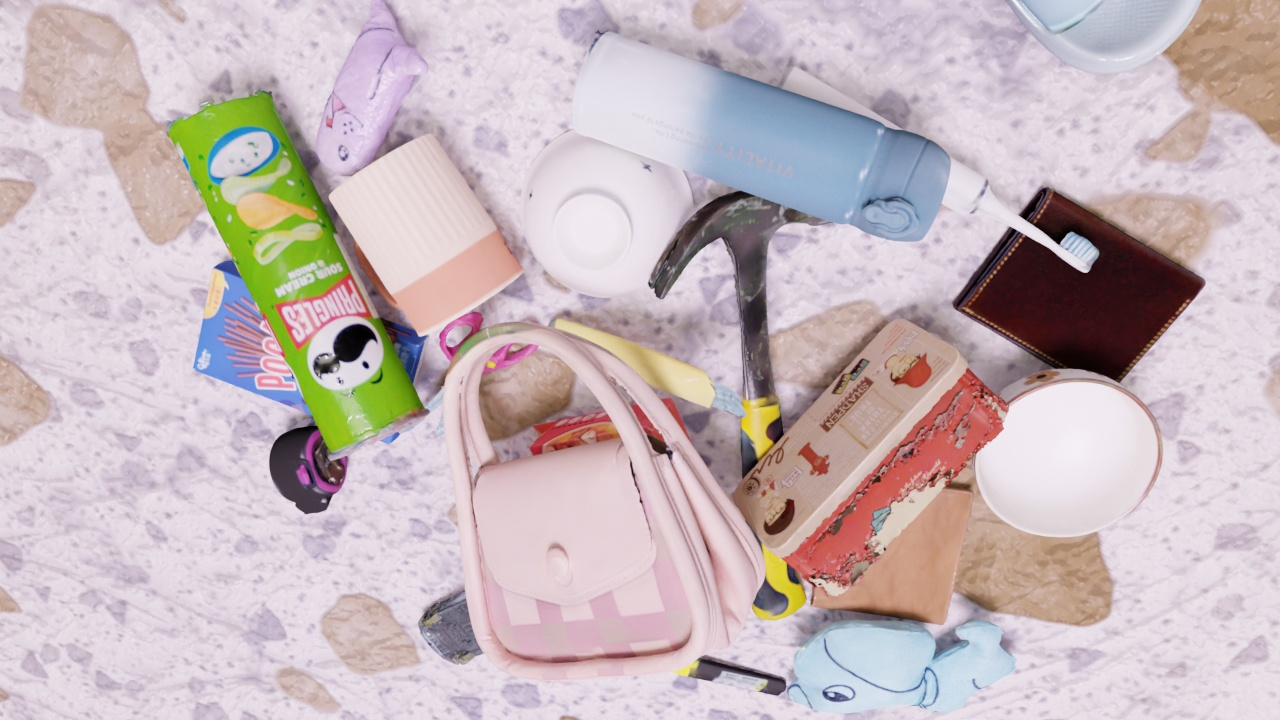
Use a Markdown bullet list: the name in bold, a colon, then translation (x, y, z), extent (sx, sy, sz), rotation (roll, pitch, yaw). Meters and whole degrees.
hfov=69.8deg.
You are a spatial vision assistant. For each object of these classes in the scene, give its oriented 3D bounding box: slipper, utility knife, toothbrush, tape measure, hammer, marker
- **slipper**: translation (0.211, -0.262, 0.486), extent (0.245, 0.074, 0.104), rotation (42, 109, -8)
- **utility knife**: translation (-0.004, 0.004, 0.601), extent (0.173, 0.018, 0.031), rotation (25, 133, 39)
- **toothbrush**: translation (0.180, -0.114, 0.561), extent (0.221, 0.026, 0.026), rotation (31, 105, 1)
- **tape measure**: translation (-0.245, 0.078, 0.685), extent (0.039, 0.057, 0.058), rotation (-13, 125, 15)
- **hammer**: translation (0.080, 0.043, 0.632), extent (0.126, 0.032, 0.324), rotation (-12, 114, -11)
- **marker**: translation (0.057, 0.249, 0.739), extent (0.124, 0.015, 0.018), rotation (14, 113, -2)

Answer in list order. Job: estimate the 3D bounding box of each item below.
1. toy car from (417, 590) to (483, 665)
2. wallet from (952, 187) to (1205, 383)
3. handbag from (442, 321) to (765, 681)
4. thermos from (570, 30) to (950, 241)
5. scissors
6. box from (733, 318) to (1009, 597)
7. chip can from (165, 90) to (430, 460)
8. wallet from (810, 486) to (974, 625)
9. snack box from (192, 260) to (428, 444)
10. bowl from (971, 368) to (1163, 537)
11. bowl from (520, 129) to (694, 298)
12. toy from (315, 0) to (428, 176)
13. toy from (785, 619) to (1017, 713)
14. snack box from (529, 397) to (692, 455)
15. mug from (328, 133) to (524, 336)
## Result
- **toy car**: translation (-0.124, 0.204, 0.732), extent (0.121, 0.036, 0.054), rotation (-31, 106, 27)
- **wallet**: translation (0.282, -0.042, 0.593), extent (0.122, 0.020, 0.096), rotation (29, 115, -5)
- **handbag**: translation (-0.046, 0.084, 0.586), extent (0.194, 0.093, 0.234), rotation (-16, 99, 36)
- **thermos**: translation (0.069, -0.130, 0.538), extent (0.220, 0.070, 0.070), rotation (22, 113, 11)
- **scissors**: translation (-0.134, 0.012, 0.646), extent (0.137, 0.017, 0.096), rotation (-38, 146, 18)
- **box**: translation (0.151, 0.067, 0.593), extent (0.079, 0.091, 0.168), rotation (39, 96, -23)
- **chip can**: translation (-0.222, -0.054, 0.602), extent (0.072, 0.072, 0.236), rotation (-23, 96, 15)
- **wallet**: translation (0.184, 0.139, 0.677), extent (0.101, 0.020, 0.115), rotation (8, 110, 3)
- **snack box**: translation (-0.241, -0.005, 0.668), extent (0.157, 0.026, 0.085), rotation (21, 111, -1)
- **bowl**: translation (0.275, 0.053, 0.608), extent (0.113, 0.062, 0.113), rotation (3, 112, 7)
- **bowl**: translation (-0.027, -0.088, 0.589), extent (0.118, 0.064, 0.118), rotation (3, 112, 6)
- **toy**: translation (-0.173, -0.164, 0.582), extent (0.108, 0.038, 0.084), rotation (-53, 53, 22)
- **toy**: translation (0.189, 0.230, 0.692), extent (0.156, 0.049, 0.162), rotation (32, 122, -18)
- **snack box**: translation (-0.017, 0.093, 0.648), extent (0.127, 0.044, 0.113), rotation (-13, 110, 34)
- **mug**: translation (-0.149, -0.078, 0.607), extent (0.115, 0.081, 0.106), rotation (-18, 109, 45)
